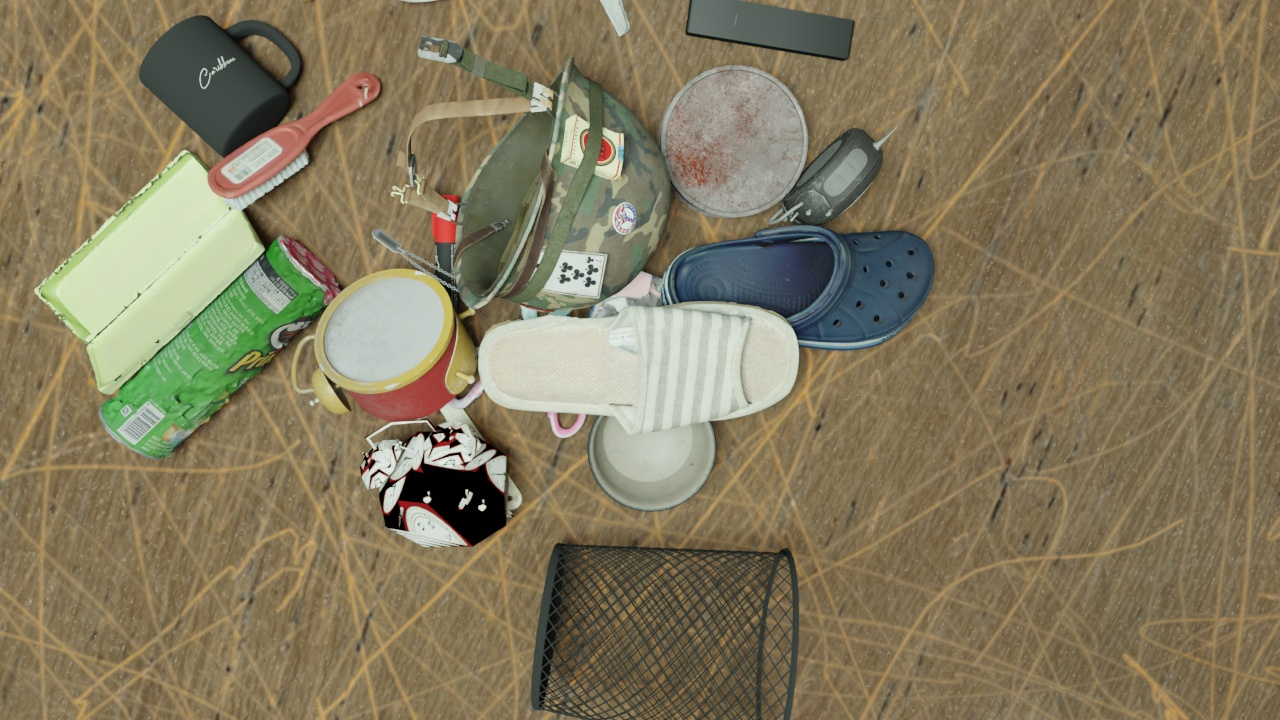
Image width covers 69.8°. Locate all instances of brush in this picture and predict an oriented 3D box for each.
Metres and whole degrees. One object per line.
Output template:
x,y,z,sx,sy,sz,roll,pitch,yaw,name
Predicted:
-0.173,0.049,0.854,0.033,0.012,0.217,-31,100,1,brush
-0.291,-0.189,0.787,0.041,0.030,0.172,41,69,14,brush

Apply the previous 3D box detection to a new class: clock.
-0.179,0.108,0.799,0.115,0.065,0.155,-16,132,11,clock
0.169,-0.155,0.808,0.044,0.091,0.123,42,87,-8,clock
-0.220,-0.004,0.783,0.159,0.081,0.117,-9,59,5,clock

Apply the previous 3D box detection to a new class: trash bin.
0.018,0.249,0.819,0.210,0.184,0.184,7,97,1,trash bin

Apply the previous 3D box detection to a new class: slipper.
0.146,-0.065,0.802,0.252,0.095,0.105,-5,77,-9,slipper
-0.005,0.004,0.770,0.273,0.054,0.114,-2,112,6,slipper

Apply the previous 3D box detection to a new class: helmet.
-0.091,-0.140,0.734,0.236,0.193,0.223,37,54,-17,helmet

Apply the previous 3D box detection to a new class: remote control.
0.116,-0.299,0.824,0.150,0.013,0.034,7,97,-6,remote control

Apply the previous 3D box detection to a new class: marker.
-0.177,-0.076,0.831,0.023,0.021,0.145,4,98,18,marker

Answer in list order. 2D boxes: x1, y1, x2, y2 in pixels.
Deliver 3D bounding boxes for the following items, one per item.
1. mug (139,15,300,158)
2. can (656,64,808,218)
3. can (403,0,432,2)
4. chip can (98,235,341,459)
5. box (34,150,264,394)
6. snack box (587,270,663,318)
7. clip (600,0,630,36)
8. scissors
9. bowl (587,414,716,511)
-0.343,-0.239,0.774,0.088,0.078,0.113,44,67,-9,mug
0.081,-0.193,0.820,0.130,0.044,0.130,-1,98,-4,can
-0.188,-0.389,0.751,0.088,0.088,0.166,-13,99,-2,can
-0.366,-0.008,0.801,0.223,0.075,0.075,-42,99,3,chip can
-0.420,-0.076,0.797,0.188,0.048,0.140,-44,70,2,box
0.028,-0.024,0.843,0.154,0.033,0.088,22,91,-7,snack box
-0.020,-0.344,0.807,0.054,0.040,0.101,-26,100,18,clip
-0.113,-0.005,0.845,0.168,0.014,0.170,-12,100,-9,scissors
0.008,0.075,0.846,0.115,0.059,0.115,-1,98,-4,bowl
